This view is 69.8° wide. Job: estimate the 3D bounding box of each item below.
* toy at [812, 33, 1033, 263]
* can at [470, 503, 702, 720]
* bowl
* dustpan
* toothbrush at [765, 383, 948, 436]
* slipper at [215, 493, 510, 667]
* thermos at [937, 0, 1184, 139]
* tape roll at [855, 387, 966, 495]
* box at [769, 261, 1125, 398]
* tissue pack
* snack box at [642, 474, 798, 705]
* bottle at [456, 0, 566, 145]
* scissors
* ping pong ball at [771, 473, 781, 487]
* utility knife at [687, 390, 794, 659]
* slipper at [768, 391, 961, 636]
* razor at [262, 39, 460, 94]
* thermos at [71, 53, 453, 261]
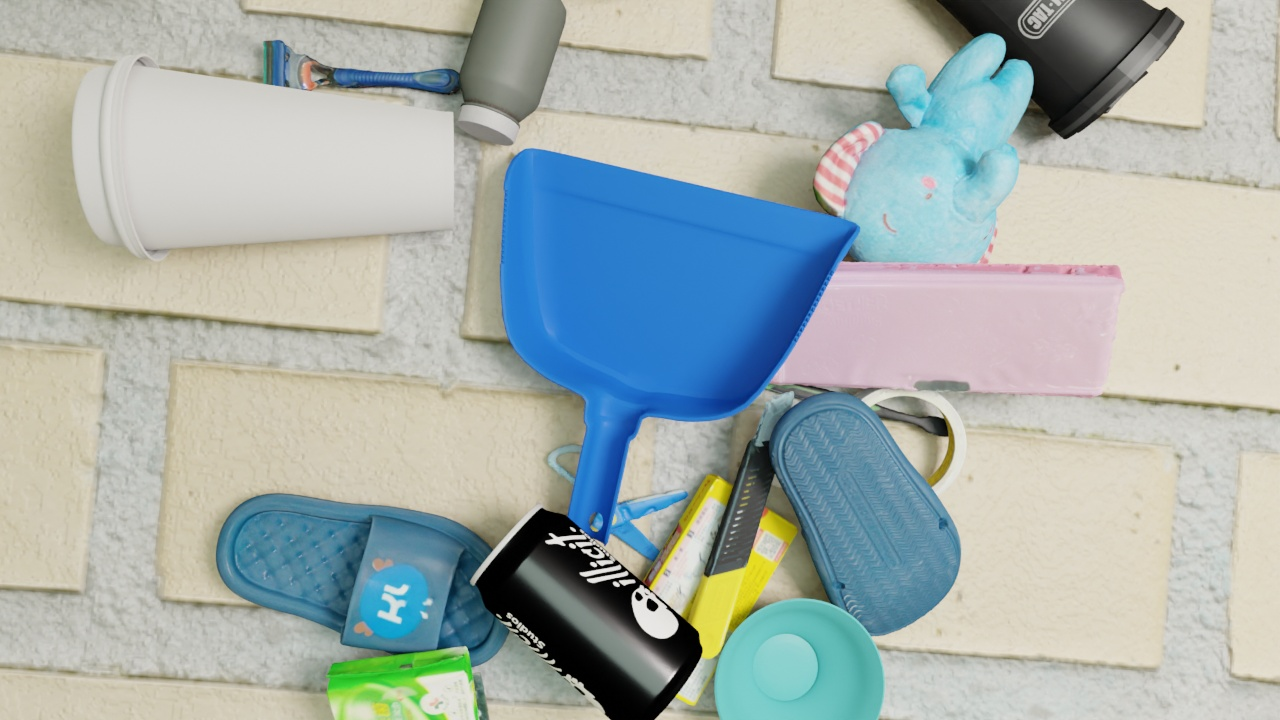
[{"bbox_3d":[0.218,-0.133,0.642,0.183,0.115,0.181,27,104,-29],"label":"toy"},{"bbox_3d":[-0.035,0.169,0.609,0.146,0.080,0.080,40,86,5],"label":"can"},{"bbox_3d":[0.111,0.229,0.666,0.121,0.046,0.121,0,88,-4],"label":"bowl"},{"bbox_3d":[-0.004,0.004,0.638,0.246,0.059,0.258,16,105,15],"label":"dustpan"},{"bbox_3d":[0.151,0.031,0.694,0.188,0.017,0.014,15,83,-1],"label":"toothbrush"},{"bbox_3d":[-0.190,0.149,0.640,0.213,0.059,0.103,18,84,-3],"label":"slipper"},{"bbox_3d":[0.278,-0.267,0.671,0.218,0.106,0.106,42,86,3],"label":"thermos"},{"bbox_3d":[0.191,0.062,0.679,0.094,0.019,0.094,1,102,4],"label":"tape roll"},{"bbox_3d":[0.201,-0.025,0.637,0.233,0.041,0.098,1,117,14],"label":"box"},{"bbox_3d":[-0.157,0.247,0.633,0.099,0.034,0.114,-7,116,-6],"label":"tissue pack"},{"bbox_3d":[0.044,0.166,0.669,0.075,0.025,0.152,32,86,-10],"label":"snack box"},{"bbox_3d":[-0.095,-0.213,0.656,0.060,0.060,0.108,18,87,-4],"label":"bottle"},{"bbox_3d":[-0.026,0.109,0.678,0.125,0.016,0.125,-15,93,-9],"label":"scissors"},{"bbox_3d":[0.105,0.073,0.673,0.040,0.040,0.040,0,88,-5],"label":"ping pong ball"},{"bbox_3d":[0.072,0.114,0.648,0.028,0.020,0.198,19,90,-12],"label":"utility knife"},{"bbox_3d":[0.160,0.107,0.652,0.104,0.059,0.214,-27,113,6],"label":"slipper"},{"bbox_3d":[-0.201,-0.205,0.669,0.141,0.018,0.044,2,91,-8],"label":"razor"},{"bbox_3d":[-0.239,-0.132,0.617,0.221,0.132,0.131,0,88,-12],"label":"thermos"}]
